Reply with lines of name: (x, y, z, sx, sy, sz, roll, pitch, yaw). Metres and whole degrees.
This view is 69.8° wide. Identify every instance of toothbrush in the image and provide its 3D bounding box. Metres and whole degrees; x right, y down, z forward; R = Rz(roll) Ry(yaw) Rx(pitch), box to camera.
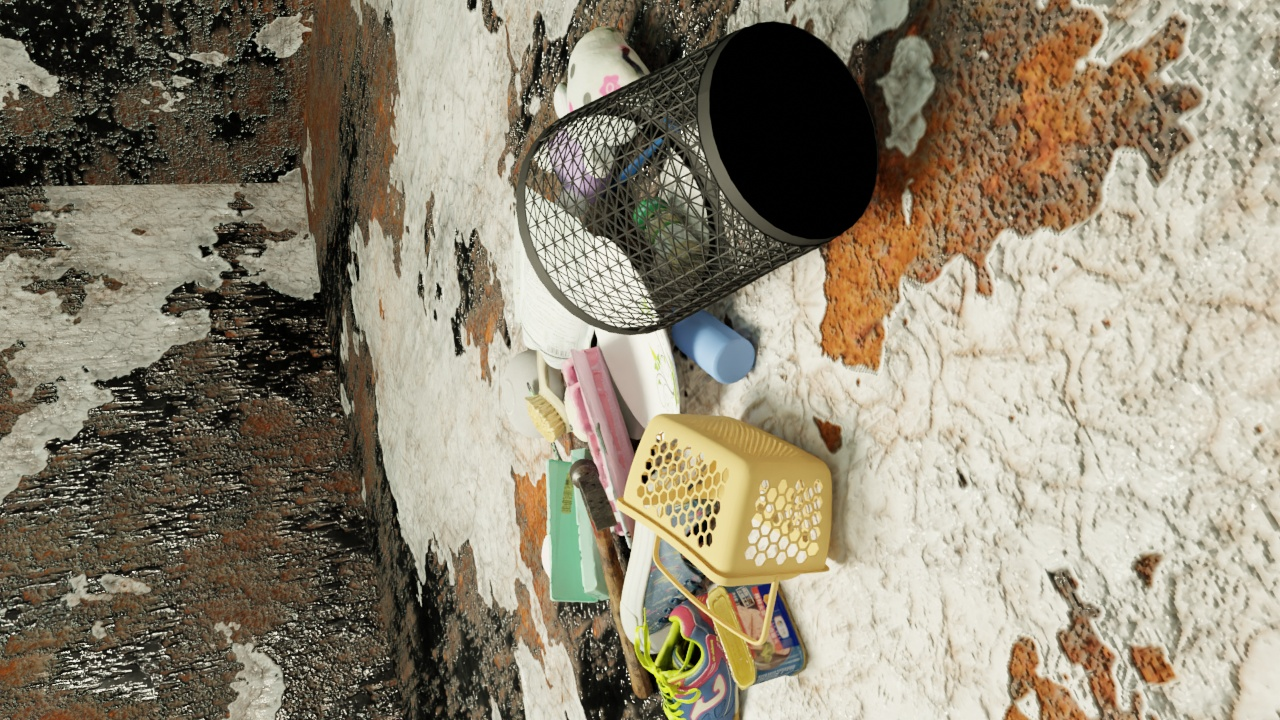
toothbrush: (-0.125, 0.118, 1.299, 0.188, 0.017, 0.014, 66, 159, -1)
toothbrush: (-0.003, -0.226, 1.033, 0.190, 0.016, 0.017, 150, 118, -61)

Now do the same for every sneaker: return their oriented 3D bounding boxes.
sneaker: (0.046, 0.346, 0.984, 0.116, 0.091, 0.242, 45, 135, 48)
sneaker: (0.036, 0.234, 0.999, 0.079, 0.087, 0.236, 22, 121, 32)

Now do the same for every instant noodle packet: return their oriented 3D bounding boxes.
instant noodle packet: (-0.102, -0.092, 1.141, 0.147, 0.057, 0.270, 37, 148, 13)

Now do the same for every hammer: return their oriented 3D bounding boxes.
hammer: (-0.025, 0.279, 1.076, 0.120, 0.033, 0.331, -121, 17, -61)

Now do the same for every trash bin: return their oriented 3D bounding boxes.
trash bin: (0.048, -0.148, 0.757, 0.244, 0.216, 0.217, -14, 83, 56)

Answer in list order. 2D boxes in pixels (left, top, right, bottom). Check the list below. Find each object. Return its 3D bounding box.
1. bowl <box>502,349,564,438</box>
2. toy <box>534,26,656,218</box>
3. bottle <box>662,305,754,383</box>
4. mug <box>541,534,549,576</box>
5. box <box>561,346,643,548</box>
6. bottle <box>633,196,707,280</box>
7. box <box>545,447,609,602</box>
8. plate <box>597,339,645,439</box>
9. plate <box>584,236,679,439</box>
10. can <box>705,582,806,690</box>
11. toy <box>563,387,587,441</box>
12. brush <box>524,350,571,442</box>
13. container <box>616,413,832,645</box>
bowl: (-0.167, 0.051, 1.363, 0.132, 0.064, 0.132, 23, 117, 60)
toy: (-0.048, -0.262, 1.025, 0.210, 0.085, 0.137, -56, 47, 45)
bottle: (0.060, -0.025, 0.919, 0.131, 0.048, 0.048, 42, 132, 53)
mug: (-0.100, 0.272, 1.270, 0.124, 0.076, 0.090, -39, 62, 59)
box: (-0.035, 0.098, 1.081, 0.180, 0.055, 0.233, 149, 104, -82)
bottle: (0.032, -0.127, 0.957, 0.110, 0.042, 0.043, 56, 143, 40)
box: (-0.086, 0.215, 1.177, 0.077, 0.079, 0.188, 48, -149, -61)
plate: (-0.007, 0.007, 1.089, 0.173, 0.019, 0.173, 23, 117, 60)
plate: (0.000, -0.027, 0.985, 0.229, 0.030, 0.230, 57, 158, 36)
can: (0.109, 0.257, 0.877, 0.054, 0.059, 0.099, -59, 44, 51)
toy: (-0.072, 0.063, 1.204, 0.112, 0.050, 0.087, 128, 130, -65)
brush: (-0.131, -0.020, 1.287, 0.062, 0.077, 0.272, -22, 71, 54)
container: (0.075, 0.149, 0.836, 0.183, 0.129, 0.167, 24, 107, 57)
